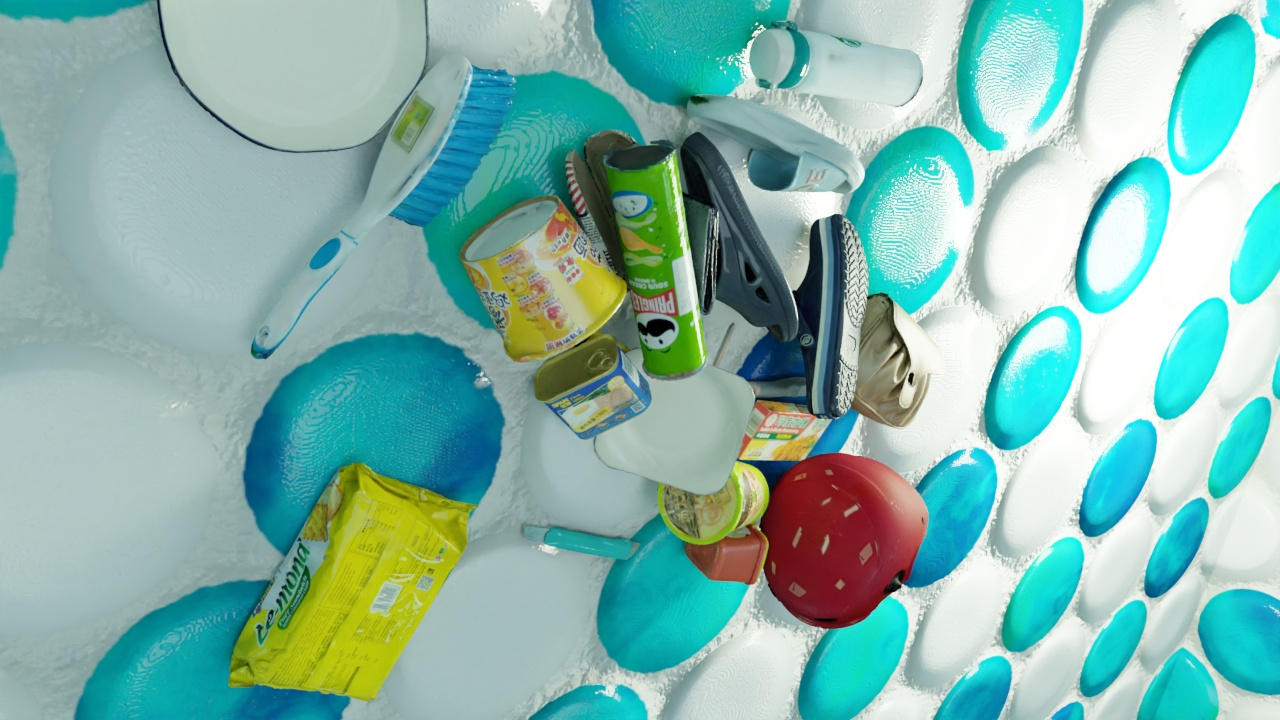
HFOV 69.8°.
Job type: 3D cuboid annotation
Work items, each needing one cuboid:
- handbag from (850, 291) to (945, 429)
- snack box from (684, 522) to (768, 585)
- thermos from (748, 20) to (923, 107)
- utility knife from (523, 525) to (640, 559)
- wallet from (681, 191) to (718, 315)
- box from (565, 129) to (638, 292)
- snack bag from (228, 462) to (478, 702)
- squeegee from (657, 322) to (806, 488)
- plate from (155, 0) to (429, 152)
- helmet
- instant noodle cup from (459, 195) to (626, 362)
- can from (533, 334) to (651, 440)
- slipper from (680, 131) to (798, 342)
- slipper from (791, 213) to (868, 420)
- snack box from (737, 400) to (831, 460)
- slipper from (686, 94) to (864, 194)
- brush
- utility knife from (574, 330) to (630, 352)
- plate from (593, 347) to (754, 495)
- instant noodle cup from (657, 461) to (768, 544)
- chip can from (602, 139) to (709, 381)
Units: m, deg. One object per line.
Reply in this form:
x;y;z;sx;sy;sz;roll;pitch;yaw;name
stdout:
0.336;0.007;1.247;0.204;0.100;0.147;31;87;-44;handbag
0.110;0.243;1.197;0.080;0.091;0.082;5;108;-30;snack box
0.220;-0.332;1.031;0.223;0.073;0.073;-4;112;-35;thermos
-0.069;0.217;1.101;0.182;0.013;0.029;21;93;-42;utility knife
0.047;-0.118;0.980;0.019;0.097;0.121;-13;118;-30;wallet
-0.024;-0.145;0.929;0.086;0.076;0.162;-64;144;-37;box
-0.279;0.230;0.919;0.158;0.068;0.246;30;90;-41;snack bag
0.142;0.042;1.162;0.249;0.040;0.248;-6;129;-40;squeegee
-0.267;-0.268;0.717;0.204;0.045;0.205;-15;118;-29;plate
0.244;0.228;1.194;0.144;0.207;0.240;32;83;-57;helmet
-0.097;-0.083;0.873;0.137;0.138;0.110;-40;120;-16;instant noodle cup
-0.050;0.031;0.985;0.102;0.057;0.083;-26;133;14;can
0.091;-0.121;1.019;0.083;0.110;0.268;-31;122;-2;slipper
0.226;-0.053;1.144;0.105;0.095;0.252;8;84;-63;slipper
0.185;0.093;1.198;0.155;0.027;0.077;8;119;-48;snack box
0.149;-0.224;1.007;0.245;0.104;0.074;15;97;-35;slipper
-0.224;-0.128;0.791;0.315;0.060;0.109;-55;163;14;brush
-0.006;0.006;1.051;0.033;0.015;0.202;-45;134;18;utility knife
0.039;0.066;1.051;0.164;0.034;0.164;18;115;3;plate
0.099;0.165;1.130;0.123;0.112;0.112;9;105;-58;instant noodle cup
0.019;-0.095;0.912;0.072;0.072;0.236;-27;125;-24;chip can
